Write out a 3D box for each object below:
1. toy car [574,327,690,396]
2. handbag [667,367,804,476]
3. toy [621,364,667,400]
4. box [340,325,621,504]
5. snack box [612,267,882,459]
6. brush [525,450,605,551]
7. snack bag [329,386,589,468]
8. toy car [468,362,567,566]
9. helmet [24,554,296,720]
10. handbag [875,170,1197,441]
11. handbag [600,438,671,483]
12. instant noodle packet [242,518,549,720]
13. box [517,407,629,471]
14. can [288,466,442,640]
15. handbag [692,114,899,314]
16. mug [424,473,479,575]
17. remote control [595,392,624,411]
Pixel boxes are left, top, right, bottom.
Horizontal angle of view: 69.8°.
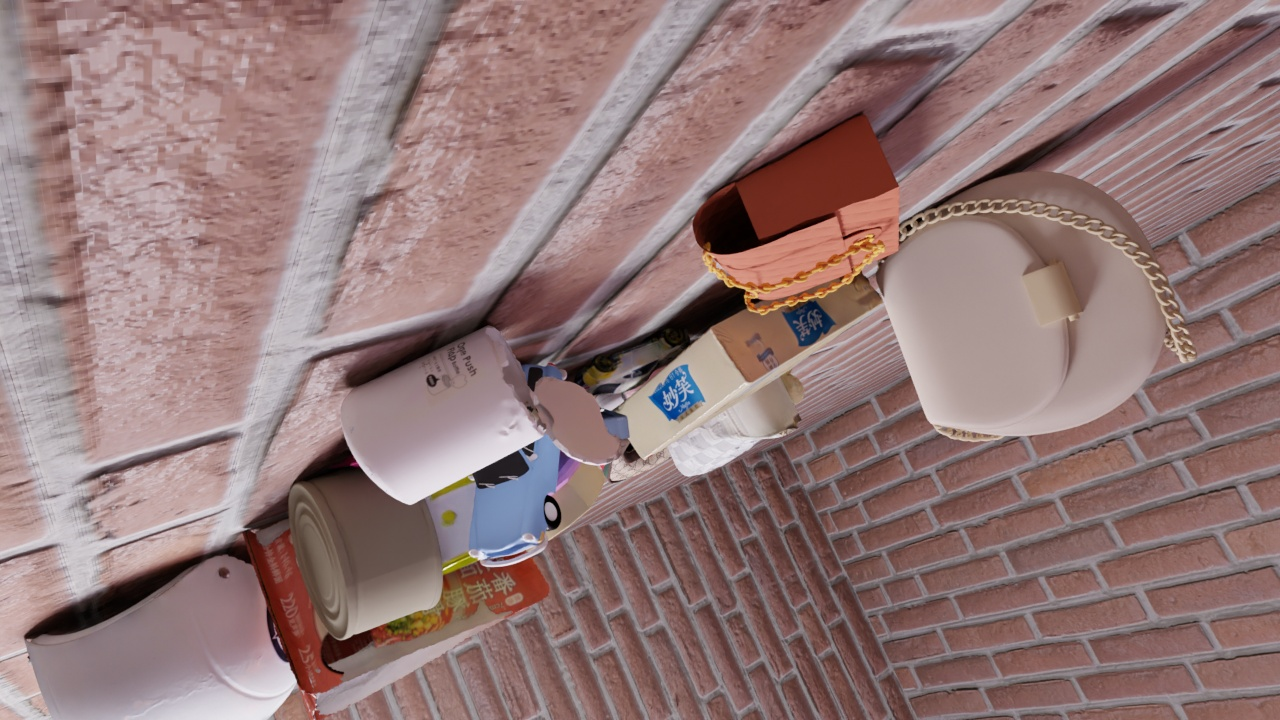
[{"bbox_3d":[-0.005,0.005,0.768,0.105,0.033,0.048,-23,168,-13],"label":"toy car"},{"bbox_3d":[0.098,0.051,1.017,0.123,0.112,0.172,-24,172,-44],"label":"handbag"},{"bbox_3d":[0.030,0.025,0.878,0.093,0.050,0.102,-48,145,-6],"label":"toy"},{"bbox_3d":[-0.092,0.041,0.567,0.137,0.083,0.144,-27,143,2],"label":"box"},{"bbox_3d":[0.094,-0.004,0.790,0.206,0.055,0.154,-27,170,-42],"label":"snack box"},{"bbox_3d":[-0.076,0.111,0.892,0.089,0.043,0.228,-36,-173,10],"label":"brush"},{"bbox_3d":[-0.136,0.052,0.706,0.196,0.016,0.070,-18,-177,-33],"label":"snack bag"},{"bbox_3d":[-0.086,0.065,0.630,0.056,0.153,0.055,-20,135,26],"label":"toy car"},{"bbox_3d":[-0.424,0.295,0.882,0.236,0.163,0.264,-23,170,-6],"label":"helmet"},{"bbox_3d":[0.322,-0.045,0.773,0.209,0.210,0.103,-22,173,28],"label":"handbag"},{"bbox_3d":[0.020,0.089,1.163,0.166,0.063,0.139,-20,160,-33],"label":"handbag"},{"bbox_3d":[-0.211,0.190,0.812,0.220,0.164,0.084,-19,144,-25],"label":"instant noodle packet"},{"bbox_3d":[-0.076,0.070,0.772,0.120,0.049,0.210,-37,-175,-8],"label":"box"},{"bbox_3d":[-0.216,0.144,0.714,0.073,0.127,0.128,-15,166,-35],"label":"can"},{"bbox_3d":[0.101,-0.074,0.565,0.109,0.060,0.171,-23,170,13],"label":"handbag"},{"bbox_3d":[-0.156,0.115,0.759,0.082,0.106,0.082,-24,169,-5],"label":"mug"},{"bbox_3d":[-0.020,0.047,0.969,0.074,0.019,0.151,-21,169,-19],"label":"remote control"}]
